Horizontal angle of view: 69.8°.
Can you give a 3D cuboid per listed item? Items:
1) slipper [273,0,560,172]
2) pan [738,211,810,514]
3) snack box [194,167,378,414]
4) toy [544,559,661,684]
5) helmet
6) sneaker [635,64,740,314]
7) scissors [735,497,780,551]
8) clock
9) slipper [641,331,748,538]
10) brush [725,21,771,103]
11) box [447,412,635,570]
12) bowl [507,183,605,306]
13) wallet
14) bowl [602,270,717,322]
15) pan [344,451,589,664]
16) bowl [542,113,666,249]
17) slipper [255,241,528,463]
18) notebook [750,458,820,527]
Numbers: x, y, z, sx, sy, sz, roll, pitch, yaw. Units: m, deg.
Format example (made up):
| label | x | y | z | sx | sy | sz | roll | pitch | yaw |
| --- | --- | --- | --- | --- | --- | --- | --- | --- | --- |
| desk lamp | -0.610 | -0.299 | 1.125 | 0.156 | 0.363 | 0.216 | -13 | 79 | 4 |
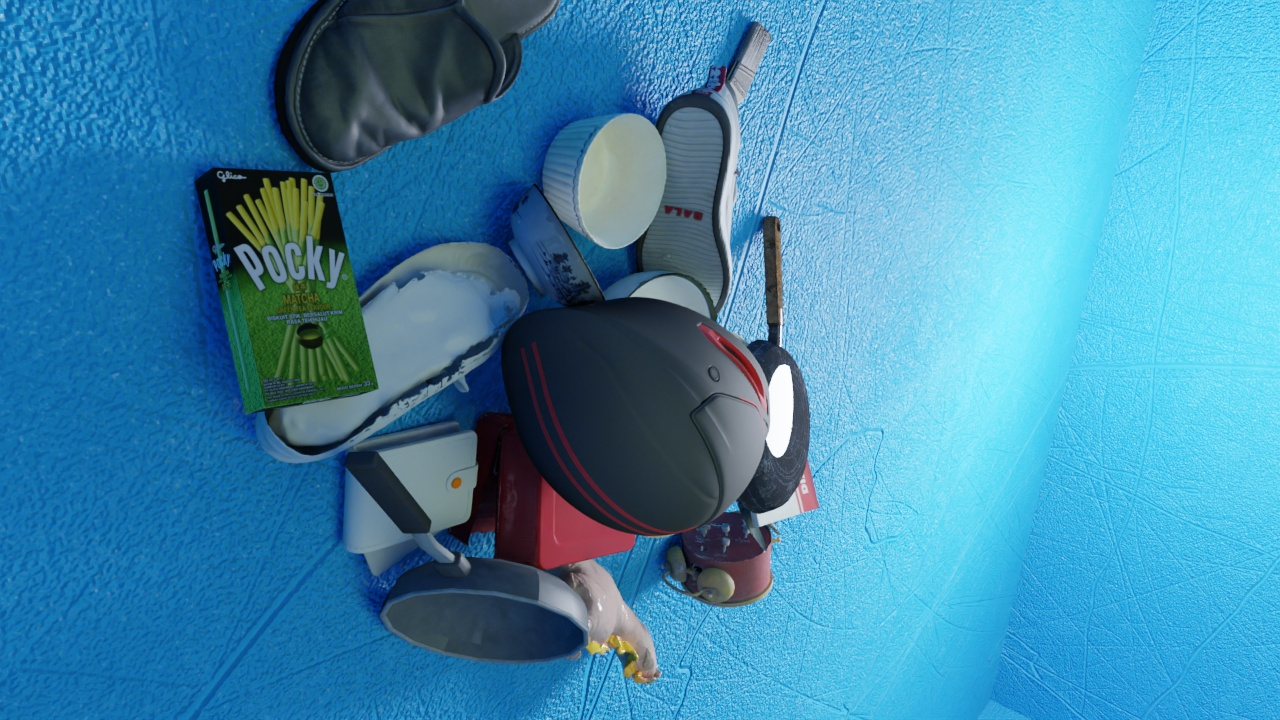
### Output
| label | x | y | z | sx | sy | sz | roll | pitch | yaw |
| --- | --- | --- | --- | --- | --- | --- | --- | --- | --- |
| slipper | -0.127 | -0.223 | 0.630 | 0.264 | 0.083 | 0.109 | -46 | 141 | -27 |
| pan | 0.157 | 0.000 | 1.069 | 0.207 | 0.040 | 0.356 | 11 | 80 | -59 |
| snack box | -0.223 | -0.046 | 0.583 | 0.080 | 0.025 | 0.147 | -11 | 87 | -50 |
| toy | -0.034 | 0.295 | 0.975 | 0.065 | 0.195 | 0.264 | -22 | 127 | 6 |
| helmet | -0.002 | 0.050 | 0.738 | 0.264 | 0.165 | 0.169 | 44 | 44 | -27 |
| sneaker | 0.057 | -0.160 | 0.912 | 0.128 | 0.097 | 0.264 | -66 | 163 | -47 |
| scissors | 0.095 | 0.147 | 1.085 | 0.141 | 0.015 | 0.209 | -21 | 87 | -40 |
| clock | 0.095 | 0.243 | 1.135 | 0.158 | 0.117 | 0.081 | -22 | 120 | -39 |
| slipper | 0.071 | 0.083 | 1.022 | 0.111 | 0.079 | 0.261 | 38 | 69 | -26 |
| brush | 0.098 | -0.285 | 0.958 | 0.039 | 0.012 | 0.151 | 32 | 82 | -54 |
| box | -0.076 | 0.118 | 0.849 | 0.157 | 0.112 | 0.134 | 4 | 99 | -54 |
| bowl | -0.077 | -0.086 | 0.760 | 0.045 | 0.114 | 0.114 | -31 | 137 | -3 |
| wallet | -0.189 | 0.116 | 0.758 | 0.118 | 0.037 | 0.115 | -11 | 116 | -46 |
| bowl | -0.002 | -0.018 | 0.897 | 0.153 | 0.073 | 0.153 | -19 | 120 | -38 |
| pan | -0.145 | 0.161 | 0.719 | 0.358 | 0.179 | 0.041 | 74 | 17 | -53 |
| bowl | -0.037 | -0.160 | 0.798 | 0.115 | 0.062 | 0.115 | -28 | 128 | -43 |
| slipper | -0.176 | -0.007 | 0.682 | 0.246 | 0.075 | 0.112 | -44 | 114 | -37 |
| notebook | 0.162 | 0.092 | 1.143 | 0.152 | 0.012 | 0.208 | -3 | 79 | -51 |
